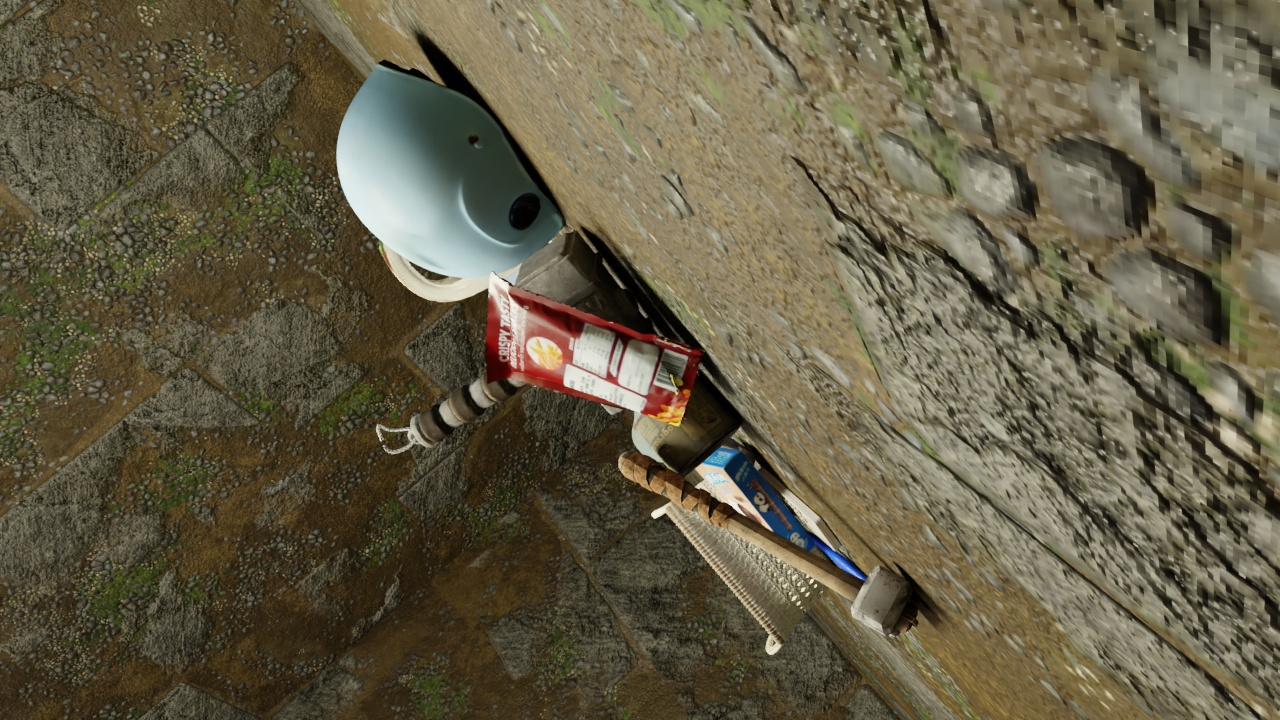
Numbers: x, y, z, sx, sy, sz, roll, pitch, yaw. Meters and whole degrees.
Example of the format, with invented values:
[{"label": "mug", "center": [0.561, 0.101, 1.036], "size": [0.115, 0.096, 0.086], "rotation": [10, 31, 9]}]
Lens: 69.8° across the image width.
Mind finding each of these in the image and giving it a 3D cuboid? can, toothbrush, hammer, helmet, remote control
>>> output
[{"label": "can", "center": [0.050, 0.069, 0.962], "size": [0.074, 0.090, 0.090], "rotation": [49, 176, 12]}, {"label": "toothbrush", "center": [0.213, 0.212, 1.057], "size": [0.016, 0.018, 0.182], "rotation": [52, 172, -32]}, {"label": "hammer", "center": [0.112, 0.165, 0.866], "size": [0.319, 0.049, 0.121], "rotation": [26, 169, 27]}, {"label": "hammer", "center": [-0.141, 0.020, 0.971], "size": [0.177, 0.327, 0.079], "rotation": [51, -161, -23]}, {"label": "helmet", "center": [-0.209, -0.182, 0.977], "size": [0.225, 0.167, 0.265], "rotation": [34, 176, 40]}, {"label": "remote control", "center": [0.176, 0.166, 1.034], "size": [0.050, 0.011, 0.136], "rotation": [52, 175, -27]}]

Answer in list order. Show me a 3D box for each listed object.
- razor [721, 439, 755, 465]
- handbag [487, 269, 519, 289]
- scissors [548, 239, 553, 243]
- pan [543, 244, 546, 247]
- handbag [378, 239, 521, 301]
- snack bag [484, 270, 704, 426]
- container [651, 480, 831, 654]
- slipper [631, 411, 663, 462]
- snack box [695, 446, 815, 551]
[{"label": "razor", "center": [0.108, 0.114, 1.122], "size": [0.088, 0.047, 0.116], "rotation": [51, 168, -14]}, {"label": "handbag", "center": [-0.165, -0.104, 1.549], "size": [0.192, 0.122, 0.118], "rotation": [49, -167, -20]}, {"label": "scissors", "center": [-0.158, -0.188, 1.183], "size": [0.142, 0.014, 0.175], "rotation": [20, 147, 31]}, {"label": "pan", "center": [-0.083, -0.083, 1.291], "size": [0.204, 0.044, 0.356], "rotation": [50, 176, -9]}, {"label": "handbag", "center": [-0.262, -0.179, 1.280], "size": [0.201, 0.199, 0.093], "rotation": [56, 177, -35]}, {"label": "snack bag", "center": [-0.049, 0.000, 0.865], "size": [0.208, 0.066, 0.139], "rotation": [14, 139, 3]}, {"label": "container", "center": [0.147, 0.259, 1.257], "size": [0.246, 0.143, 0.184], "rotation": [49, 175, 7]}, {"label": "slipper", "center": [0.034, 0.081, 1.421], "size": [0.098, 0.054, 0.269], "rotation": [18, 151, 16]}, {"label": "snack box", "center": [0.130, 0.165, 1.067], "size": [0.151, 0.034, 0.087], "rotation": [51, 163, -14]}]
